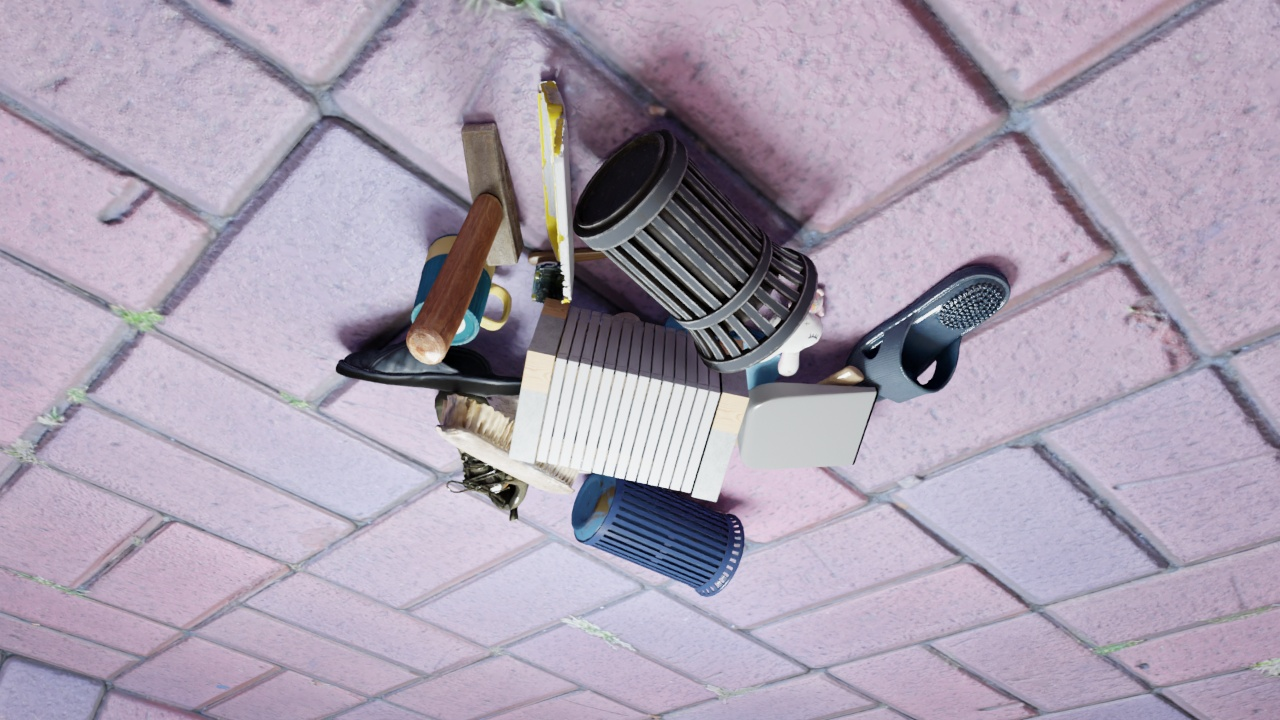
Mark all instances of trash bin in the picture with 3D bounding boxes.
[{"bbox_3d":[0.053,-0.118,0.971,0.165,0.163,0.227,-28,126,33],"label":"trash bin"},{"bbox_3d":[-0.012,0.044,1.085,0.247,0.142,0.143,12,118,-3],"label":"trash bin"},{"bbox_3d":[0.023,0.264,1.441,0.249,0.139,0.140,27,135,-21],"label":"trash bin"}]

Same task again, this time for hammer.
[{"bbox_3d":[0.163,0.090,1.248,0.119,0.030,0.332,32,135,-28],"label":"hammer"},{"bbox_3d":[-0.172,-0.103,0.898,0.037,0.300,0.158,-1,128,7],"label":"hammer"}]

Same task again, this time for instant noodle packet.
[{"bbox_3d":[-0.157,0.073,1.245,0.134,0.026,0.087,9,140,38],"label":"instant noodle packet"}]

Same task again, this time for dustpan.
[{"bbox_3d":[0.168,0.088,1.212,0.257,0.033,0.163,-3,140,-4],"label":"dustpan"}]

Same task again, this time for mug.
[{"bbox_3d":[-0.206,-0.076,1.083,0.113,0.107,0.083,26,134,-24],"label":"mug"}]

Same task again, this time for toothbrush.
[{"bbox_3d":[-0.052,-0.124,1.080,0.167,0.016,0.016,-3,142,10],"label":"toothbrush"}]

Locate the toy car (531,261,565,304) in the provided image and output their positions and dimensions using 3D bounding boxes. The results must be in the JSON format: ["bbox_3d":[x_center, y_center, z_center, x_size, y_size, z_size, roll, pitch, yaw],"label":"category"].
[{"bbox_3d":[-0.110,-0.095,1.107,0.038,0.027,0.090,8,154,-8],"label":"toy car"}]

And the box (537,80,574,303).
[{"bbox_3d":[-0.085,-0.169,0.946,0.034,0.129,0.210,-5,140,-7],"label":"box"}]

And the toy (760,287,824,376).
[{"bbox_3d":[0.188,-0.037,1.125,0.076,0.037,0.126,18,120,-23],"label":"toy"}]

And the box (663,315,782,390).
[{"bbox_3d":[0.079,0.027,1.238,0.174,0.033,0.232,19,138,-12],"label":"box"}]

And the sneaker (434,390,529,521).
[{"bbox_3d":[-0.234,0.151,1.328,0.101,0.142,0.238,-12,137,20],"label":"sneaker"}]

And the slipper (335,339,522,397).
[{"bbox_3d":[-0.273,-0.004,1.207,0.266,0.083,0.108,5,-178,19],"label":"slipper"}]

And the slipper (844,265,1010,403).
[{"bbox_3d":[0.345,-0.009,1.126,0.101,0.082,0.264,23,136,-17],"label":"slipper"}]

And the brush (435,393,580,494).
[{"bbox_3d":[-0.175,0.121,1.243,0.083,0.056,0.271,4,158,34],"label":"brush"}]

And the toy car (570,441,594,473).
[{"bbox_3d":[-0.090,0.140,1.379,0.048,0.040,0.113,6,141,1],"label":"toy car"}]

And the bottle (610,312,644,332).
[{"bbox_3d":[-0.007,0.007,1.188,0.051,0.051,0.146,-7,129,13],"label":"bottle"}]
